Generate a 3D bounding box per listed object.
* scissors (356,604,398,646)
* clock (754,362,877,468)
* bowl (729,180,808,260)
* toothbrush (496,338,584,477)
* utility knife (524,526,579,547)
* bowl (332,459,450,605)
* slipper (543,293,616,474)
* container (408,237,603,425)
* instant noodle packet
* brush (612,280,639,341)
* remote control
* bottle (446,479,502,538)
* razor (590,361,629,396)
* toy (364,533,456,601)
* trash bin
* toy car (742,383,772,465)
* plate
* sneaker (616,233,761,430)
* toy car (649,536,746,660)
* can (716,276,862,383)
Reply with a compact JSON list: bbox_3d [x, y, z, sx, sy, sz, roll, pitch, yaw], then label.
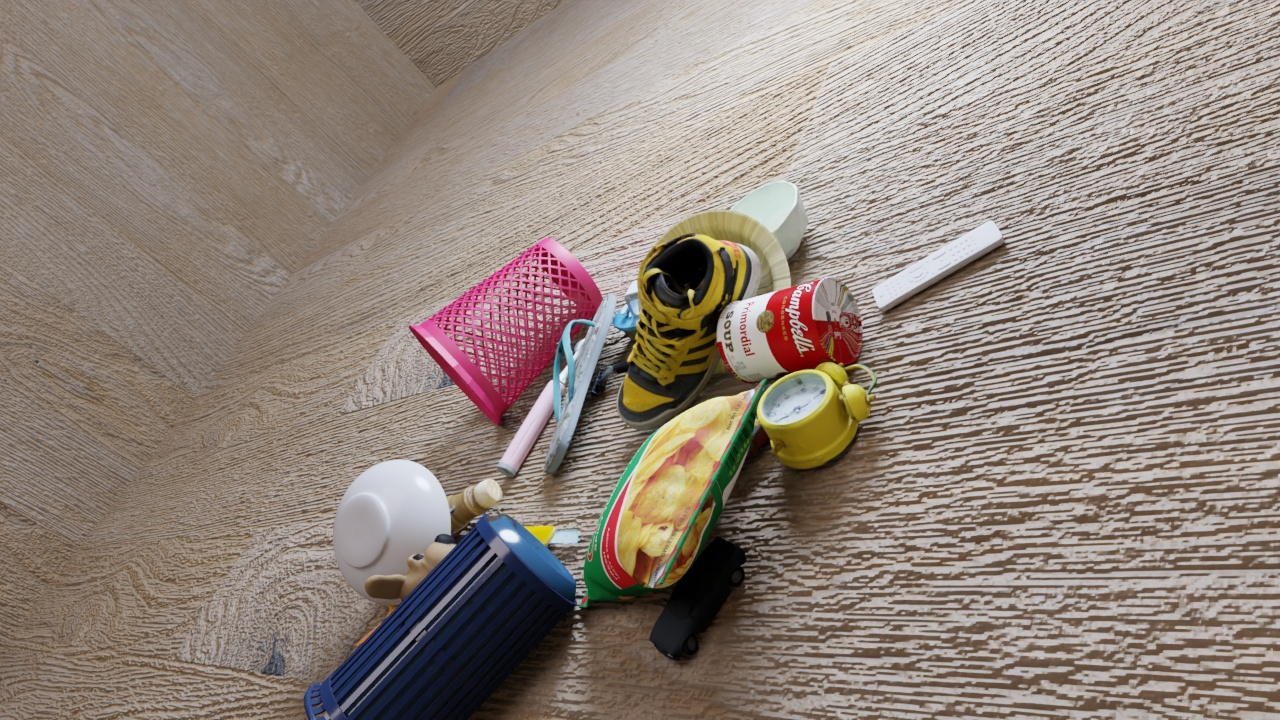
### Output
[{"bbox_3d":[-0.303,0.311,1.125,0.125,0.011,0.128,-37,28,10],"label":"scissors"},{"bbox_3d":[0.161,0.045,0.832,0.119,0.057,0.083,-34,30,3],"label":"clock"},{"bbox_3d":[0.152,-0.151,1.092,0.118,0.061,0.117,-32,32,22],"label":"bowl"},{"bbox_3d":[-0.123,0.057,1.211,0.027,0.027,0.222,-6,46,48],"label":"toothbrush"},{"bbox_3d":[-0.132,0.202,1.041,0.192,0.018,0.030,-15,45,47],"label":"utility knife"},{"bbox_3d":[-0.316,0.206,1.112,0.177,0.066,0.176,-7,76,30],"label":"bowl"},{"bbox_3d":[-0.092,0.022,1.160,0.098,0.054,0.268,123,165,-55],"label":"slipper"},{"bbox_3d":[-0.176,-0.053,1.285,0.225,0.183,0.183,-43,28,-12],"label":"container"},{"bbox_3d":[0.022,0.130,0.837,0.195,0.090,0.253,-59,6,-25],"label":"instant noodle packet"},{"bbox_3d":[0.011,-0.066,1.146,0.136,0.075,0.055,-12,42,44],"label":"brush"},{"bbox_3d":[0.287,-0.090,0.889,0.131,0.012,0.033,-32,34,22],"label":"remote control"},{"bbox_3d":[-0.243,0.197,1.146,0.166,0.059,0.059,-31,31,22],"label":"bottle"},{"bbox_3d":[-0.007,0.007,1.130,0.145,0.022,0.042,-20,38,36],"label":"razor"},{"bbox_3d":[-0.217,0.251,1.018,0.108,0.134,0.105,18,87,30],"label":"toy"},{"bbox_3d":[-0.184,0.275,0.893,0.249,0.139,0.139,-46,29,-6],"label":"trash bin"},{"bbox_3d":[0.111,0.064,0.890,0.091,0.036,0.042,-48,29,-8],"label":"toy car"},{"bbox_3d":[0.087,-0.076,1.039,0.185,0.036,0.184,-2,85,28],"label":"plate"},{"bbox_3d":[0.029,-0.029,0.975,0.086,0.122,0.239,37,102,29],"label":"sneaker"},{"bbox_3d":[0.049,0.203,0.791,0.112,0.034,0.046,-53,30,-14],"label":"toy car"},{"bbox_3d":[0.147,-0.028,0.911,0.117,0.086,0.086,-13,41,43],"label":"can"}]
